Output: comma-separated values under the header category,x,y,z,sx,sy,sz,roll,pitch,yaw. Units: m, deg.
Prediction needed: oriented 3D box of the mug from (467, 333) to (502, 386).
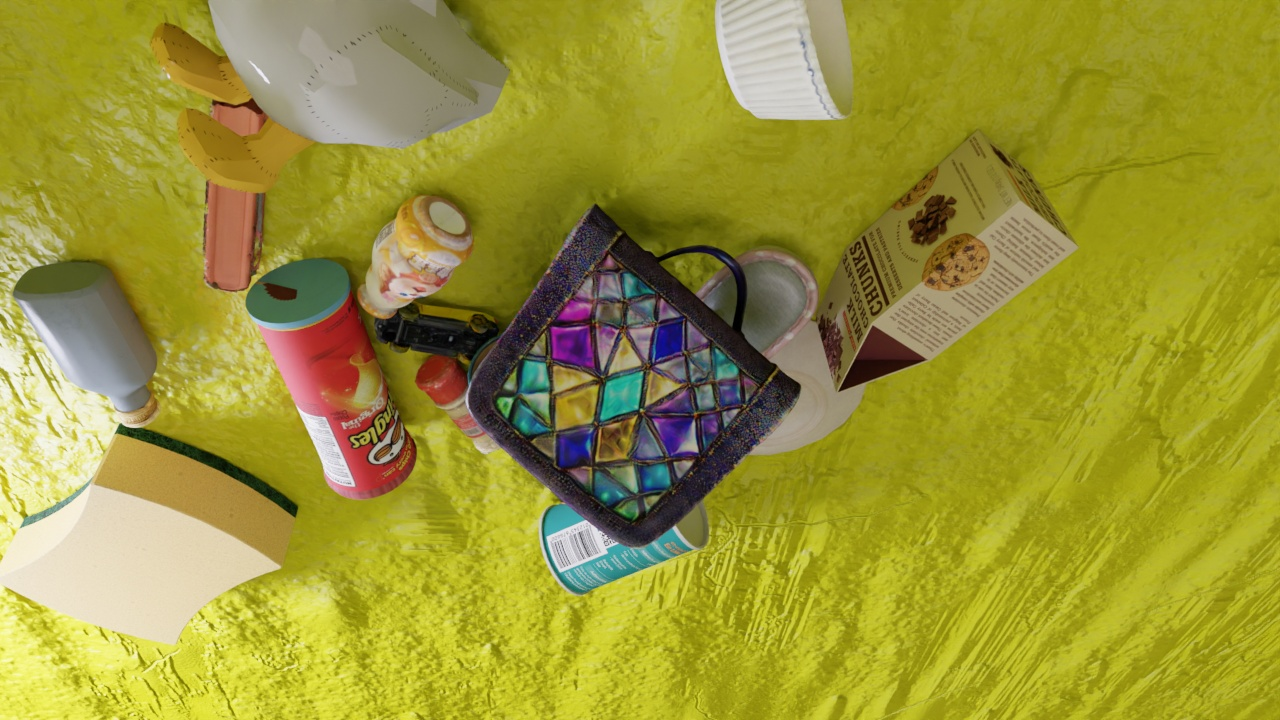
category,x,y,z,sx,sy,sz,roll,pitch,yaw
mug,-0.088,0.028,0.817,0.112,0.084,0.104,-33,152,-13

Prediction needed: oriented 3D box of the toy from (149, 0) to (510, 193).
category,x,y,z,sx,sy,sz,roll,pitch,yaw
toy,-0.152,-0.209,0.531,0.268,0.140,0.246,-31,158,12

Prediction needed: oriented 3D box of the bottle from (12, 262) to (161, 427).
category,x,y,z,sx,sy,sz,roll,pitch,yaw
bottle,-0.457,-0.008,0.781,0.072,0.046,0.161,-3,134,-1

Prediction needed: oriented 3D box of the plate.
category,x,y,z,sx,sy,sz,roll,pitch,yaw
plate,0.122,0.037,0.869,0.189,0.027,0.189,-2,134,-2

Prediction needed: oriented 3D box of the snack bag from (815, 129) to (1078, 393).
category,x,y,z,sx,sy,sz,roll,pitch,yaw
snack bag,0.221,-0.066,0.727,0.070,0.094,0.207,27,127,-27

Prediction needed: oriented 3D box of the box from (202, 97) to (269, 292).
category,x,y,z,sx,sy,sz,roll,pitch,yaw
box,-0.299,-0.127,0.676,0.058,0.053,0.187,32,131,11

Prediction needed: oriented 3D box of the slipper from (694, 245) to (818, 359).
category,x,y,z,sx,sy,sz,roll,pitch,yaw
slipper,0.050,0.012,0.802,0.114,0.054,0.275,35,122,-7

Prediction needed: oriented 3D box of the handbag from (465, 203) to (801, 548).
category,x,y,z,sx,sy,sz,roll,pitch,yaw
handbag,-0.004,0.004,0.699,0.205,0.125,0.222,41,85,-5

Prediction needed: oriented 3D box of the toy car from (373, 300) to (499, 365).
category,x,y,z,sx,sy,sz,roll,pitch,yaw
toy car,-0.174,-0.027,0.788,0.106,0.030,0.049,10,134,-22

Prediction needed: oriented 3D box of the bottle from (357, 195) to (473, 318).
category,x,y,z,sx,sy,sz,roll,pitch,yaw
bottle,-0.180,-0.077,0.717,0.063,0.063,0.109,30,126,-28

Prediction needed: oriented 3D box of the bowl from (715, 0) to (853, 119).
category,x,y,z,sx,sy,sz,roll,pitch,yaw
bowl,0.090,-0.204,0.582,0.063,0.115,0.115,-8,136,26

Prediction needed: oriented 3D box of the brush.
category,x,y,z,sx,sy,sz,roll,pitch,yaw
brush,-0.507,0.188,0.949,0.251,0.075,0.195,-35,127,27

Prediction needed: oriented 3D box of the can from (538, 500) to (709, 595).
category,x,y,z,sx,sy,sz,roll,pitch,yaw
can,-0.017,0.170,0.942,0.144,0.099,0.099,-26,130,21

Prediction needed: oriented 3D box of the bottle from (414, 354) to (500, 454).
category,x,y,z,sx,sy,sz,roll,pitch,yaw
bottle,-0.161,0.041,0.848,0.044,0.044,0.109,-20,132,16

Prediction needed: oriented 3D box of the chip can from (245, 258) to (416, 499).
category,x,y,z,sx,sy,sz,roll,pitch,yaw
chip can,-0.261,0.022,0.794,0.087,0.086,0.214,-5,133,1
